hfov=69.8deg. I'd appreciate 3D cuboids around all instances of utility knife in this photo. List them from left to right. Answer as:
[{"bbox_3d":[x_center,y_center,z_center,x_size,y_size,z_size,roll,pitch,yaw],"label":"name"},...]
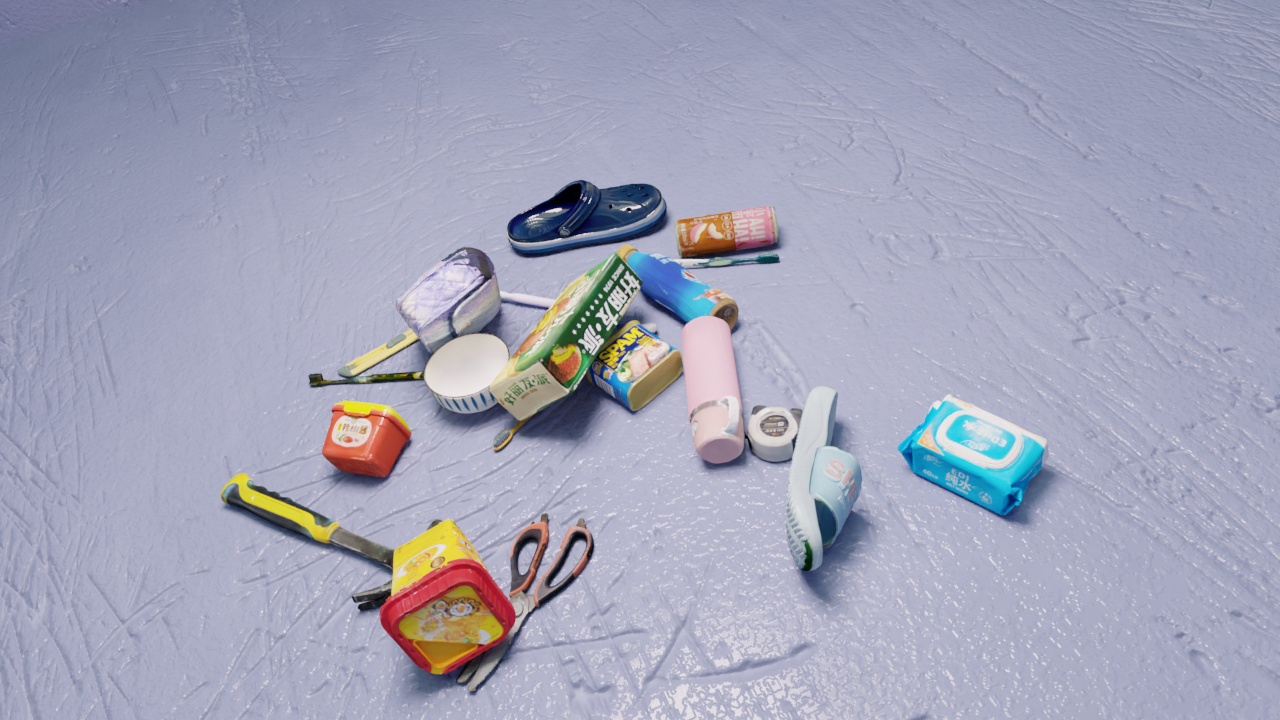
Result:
[{"bbox_3d":[-0.349,-0.028,1.338,0.197,0.021,0.031,-30,54,-21],"label":"utility knife"}]

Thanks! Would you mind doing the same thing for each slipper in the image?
[{"bbox_3d":[-0.089,-0.236,1.419,0.253,0.095,0.105,-14,48,5],"label":"slipper"},{"bbox_3d":[0.204,0.126,1.001,0.074,0.104,0.244,5,42,15],"label":"slipper"}]

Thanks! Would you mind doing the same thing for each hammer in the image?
[{"bbox_3d":[-0.387,0.205,1.109,0.324,0.032,0.125,15,51,25],"label":"hammer"}]

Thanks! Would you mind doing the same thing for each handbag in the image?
[{"bbox_3d":[-0.251,-0.075,1.240,0.134,0.194,0.075,-40,88,-10],"label":"handbag"}]

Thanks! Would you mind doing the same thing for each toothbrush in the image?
[{"bbox_3d":[-0.381,0.022,1.291,0.186,0.017,0.012,-3,23,10],"label":"toothbrush"},{"bbox_3d":[-0.165,-0.086,1.343,0.189,0.021,0.029,9,17,19],"label":"toothbrush"},{"bbox_3d":[-0.129,0.049,1.206,0.016,0.018,0.190,25,57,29],"label":"toothbrush"},{"bbox_3d":[0.106,-0.146,1.339,0.192,0.016,0.018,-2,37,10],"label":"toothbrush"}]

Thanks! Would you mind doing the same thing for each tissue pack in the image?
[{"bbox_3d":[0.367,0.101,1.009,0.140,0.063,0.089,28,59,33],"label":"tissue pack"}]

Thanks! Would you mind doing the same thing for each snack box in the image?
[{"bbox_3d":[-0.351,0.102,1.171,0.091,0.082,0.080,5,62,18],"label":"snack box"},{"bbox_3d":[-0.092,-0.034,1.189,0.115,0.063,0.239,-29,21,42],"label":"snack box"}]

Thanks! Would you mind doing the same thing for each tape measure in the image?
[{"bbox_3d":[0.160,0.087,1.092,0.066,0.034,0.065,6,46,20],"label":"tape measure"}]

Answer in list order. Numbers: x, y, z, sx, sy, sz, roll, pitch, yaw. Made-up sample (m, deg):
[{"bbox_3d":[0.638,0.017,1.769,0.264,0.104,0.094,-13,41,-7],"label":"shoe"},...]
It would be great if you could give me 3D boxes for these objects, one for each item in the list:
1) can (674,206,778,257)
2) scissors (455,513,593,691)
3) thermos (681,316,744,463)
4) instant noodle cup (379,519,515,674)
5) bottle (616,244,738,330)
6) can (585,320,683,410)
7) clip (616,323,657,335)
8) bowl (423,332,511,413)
[{"bbox_3d":[0.126,-0.188,1.345,0.147,0.058,0.057,-8,46,6],"label":"can"},{"bbox_3d":[-0.138,0.258,1.012,0.205,0.015,0.197,-22,47,-8],"label":"scissors"},{"bbox_3d":[0.092,0.028,1.128,0.067,0.087,0.198,10,43,-12],"label":"thermos"},{"bbox_3d":[-0.207,0.243,0.972,0.116,0.116,0.123,-30,31,-3],"label":"instant noodle cup"},{"bbox_3d":[0.042,-0.105,1.279,0.065,0.065,0.219,-36,50,-20],"label":"bottle"},{"bbox_3d":[-0.007,0.007,1.192,0.102,0.057,0.083,-40,53,-23],"label":"can"},{"bbox_3d":[-0.004,-0.039,1.261,0.058,0.041,0.026,-3,44,4],"label":"clip"},{"bbox_3d":[-0.220,0.026,1.216,0.116,0.066,0.116,-8,46,8],"label":"bowl"}]
